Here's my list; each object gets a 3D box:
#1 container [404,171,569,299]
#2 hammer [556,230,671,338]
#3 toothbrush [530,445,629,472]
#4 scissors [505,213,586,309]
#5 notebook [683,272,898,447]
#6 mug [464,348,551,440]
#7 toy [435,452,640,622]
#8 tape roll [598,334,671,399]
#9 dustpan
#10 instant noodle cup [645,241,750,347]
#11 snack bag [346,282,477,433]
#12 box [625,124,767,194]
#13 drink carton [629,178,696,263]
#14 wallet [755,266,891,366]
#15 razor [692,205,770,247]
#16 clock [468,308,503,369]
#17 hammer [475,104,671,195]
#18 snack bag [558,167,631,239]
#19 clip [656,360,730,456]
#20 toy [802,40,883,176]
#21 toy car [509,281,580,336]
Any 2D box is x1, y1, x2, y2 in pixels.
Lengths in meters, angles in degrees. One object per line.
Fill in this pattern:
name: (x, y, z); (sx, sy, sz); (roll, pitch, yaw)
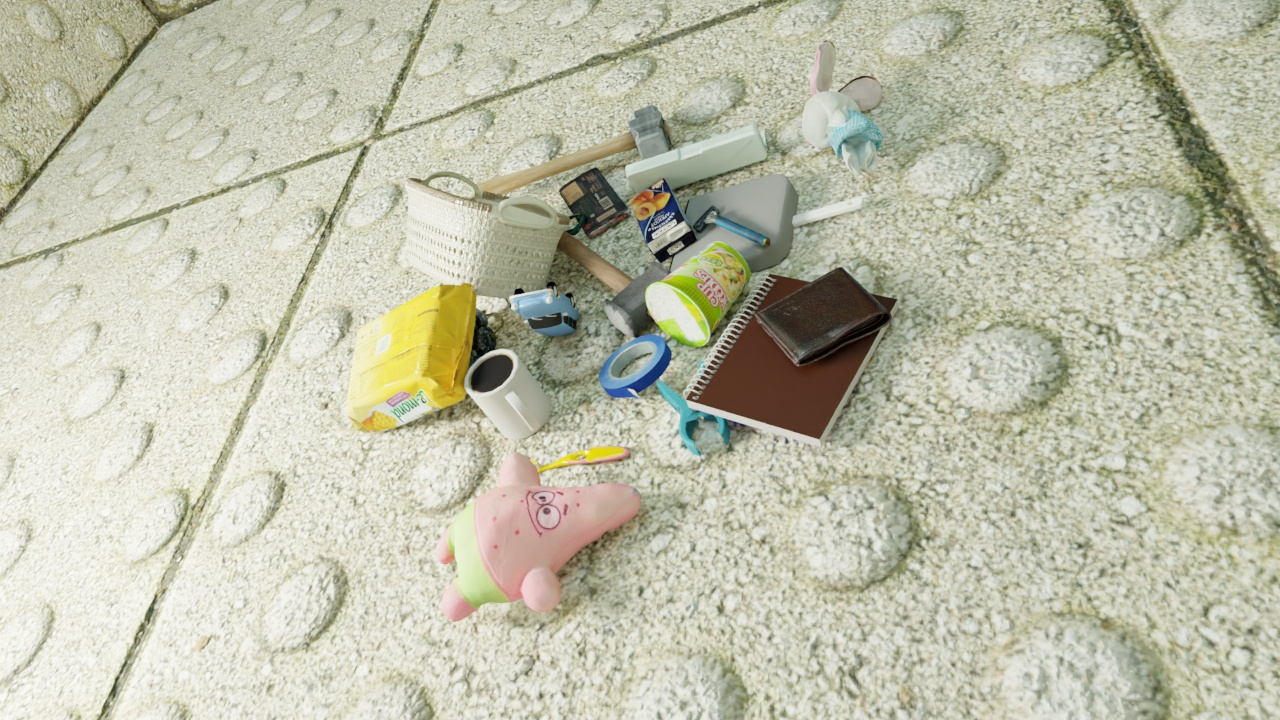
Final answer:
container: (-0.224, -0.177, 1.282); (0.246, 0.184, 0.143); (27, 108, 50)
hammer: (-0.068, -0.137, 1.267); (0.098, 0.052, 0.328); (-41, 46, -10)
toothbrush: (-0.076, 0.116, 1.074); (0.136, 0.016, 0.021); (-12, 41, 20)
scissors: (-0.166, -0.136, 1.356); (0.202, 0.015, 0.203); (-24, 44, 19)
notebook: (0.167, -0.009, 1.029); (0.172, 0.022, 0.208); (16, 56, 32)
mug: (-0.156, 0.049, 1.127); (0.073, 0.089, 0.105); (-40, 43, -9)
toy: (-0.111, 0.184, 0.978); (0.237, 0.097, 0.191); (-21, 51, 0)
tape roll: (-0.007, 0.006, 1.121); (0.091, 0.016, 0.092); (7, 51, 50)
dustpan: (0.165, -0.183, 1.207); (0.258, 0.033, 0.162); (-13, 45, 32)
instant noodle cup: (0.077, -0.087, 1.125); (0.099, 0.099, 0.107); (21, 55, 41)
snack bag: (-0.305, -0.004, 1.206); (0.248, 0.068, 0.159); (-20, 56, 41)
box: (0.083, -0.296, 1.329); (0.198, 0.075, 0.125); (-15, 26, 15)
drink carton: (0.030, -0.195, 1.275); (0.064, 0.040, 0.130); (-32, 38, 12)
wallet: (0.201, -0.051, 1.020); (0.120, 0.031, 0.099); (-28, 43, -5)
razor: (0.119, -0.173, 1.191); (0.042, 0.022, 0.144); (-47, 38, -7)
clock: (-0.250, -0.029, 1.283); (0.129, 0.052, 0.090); (-32, 42, 0)
hammer: (-0.110, -0.313, 1.442); (0.323, 0.051, 0.117); (-17, 36, 8)
snack bag: (-0.073, -0.244, 1.406); (0.074, 0.018, 0.155); (-31, 42, 0)
clip: (0.077, 0.050, 1.043); (0.113, 0.028, 0.126); (-21, 42, 14)
toy: (0.272, -0.313, 1.238); (0.106, 0.131, 0.205); (-40, 41, 39)
toy car: (-0.120, -0.063, 1.186); (0.056, 0.153, 0.054); (-10, 83, 10)
